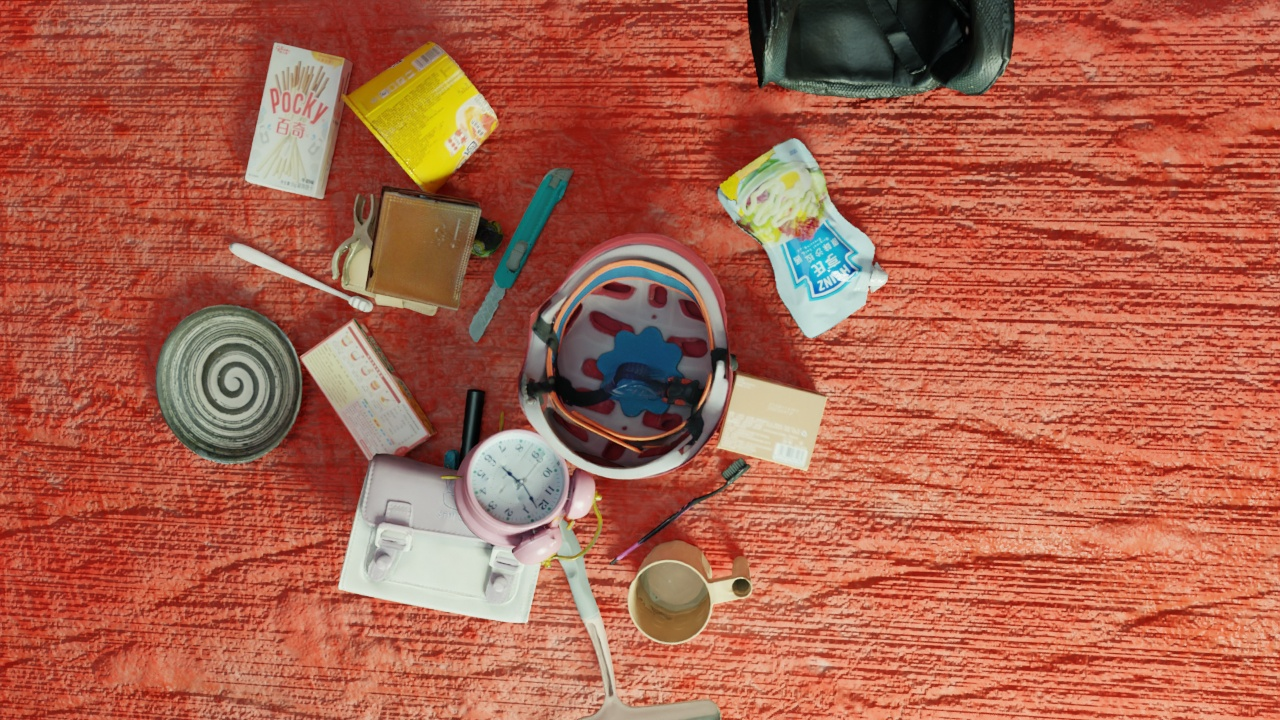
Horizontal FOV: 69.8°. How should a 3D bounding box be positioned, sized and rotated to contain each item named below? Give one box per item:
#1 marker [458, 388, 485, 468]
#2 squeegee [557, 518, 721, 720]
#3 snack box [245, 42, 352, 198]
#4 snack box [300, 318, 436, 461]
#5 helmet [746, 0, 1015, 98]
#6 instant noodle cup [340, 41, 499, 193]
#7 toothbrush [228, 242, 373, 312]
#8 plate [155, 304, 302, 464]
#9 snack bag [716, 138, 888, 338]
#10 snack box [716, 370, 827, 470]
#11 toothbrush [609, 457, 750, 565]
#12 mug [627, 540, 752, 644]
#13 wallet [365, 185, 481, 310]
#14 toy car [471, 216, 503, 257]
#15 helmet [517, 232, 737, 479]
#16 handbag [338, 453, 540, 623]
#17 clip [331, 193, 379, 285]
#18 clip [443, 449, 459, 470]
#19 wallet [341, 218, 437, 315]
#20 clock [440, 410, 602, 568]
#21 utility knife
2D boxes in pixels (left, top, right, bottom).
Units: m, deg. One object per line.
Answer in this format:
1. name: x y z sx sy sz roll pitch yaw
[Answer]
1. marker: -0.188 0.097 1.011 0.022 0.020 0.132 8 93 17
2. squeegee: -0.054 0.285 0.993 0.248 0.040 0.249 -19 84 23
3. snack box: -0.379 -0.265 1.018 0.085 0.027 0.157 14 94 6
4. snack box: -0.302 0.039 1.018 0.077 0.027 0.156 -34 88 6
5. helmet: 0.213 -0.359 0.836 0.233 0.275 0.229 1 65 -5
6. instant noodle cup: -0.223 -0.254 0.954 0.109 0.138 0.138 -41 87 -4
7. toothbrush: -0.383 -0.094 1.028 0.180 0.016 0.016 24 92 5
8. plate: -0.460 0.027 1.035 0.179 0.024 0.179 0 92 8
9. snack bag: 0.171 -0.128 0.959 0.110 0.039 0.191 -33 89 -5
10. snack box: 0.132 0.059 0.938 0.093 0.094 0.077 14 93 6
11. toothbrush: 0.040 0.165 0.993 0.189 0.014 0.018 -37 78 6
12. mug: 0.053 0.231 0.947 0.125 0.103 0.084 -14 90 6
13. wallet: -0.224 -0.114 0.944 0.101 0.032 0.125 8 120 -22
14. toy car: -0.192 -0.142 0.992 0.091 0.043 0.036 29 139 9
15. helmet: -0.005 0.005 0.931 0.207 0.144 0.239 14 78 10
16. handbag: -0.199 0.184 0.961 0.197 0.098 0.145 12 85 -9
17. clip: -0.288 -0.123 0.989 0.093 0.035 0.103 25 84 12
18. clip: -0.210 0.126 1.014 0.014 0.043 0.056 5 92 3
19. wallet: -0.269 -0.101 1.013 0.115 0.024 0.087 16 94 4
20. clock: -0.110 0.136 0.914 0.158 0.060 0.117 40 65 1
21. utility knife: -0.134 -0.117 1.002 0.029 0.013 0.216 28 94 5
